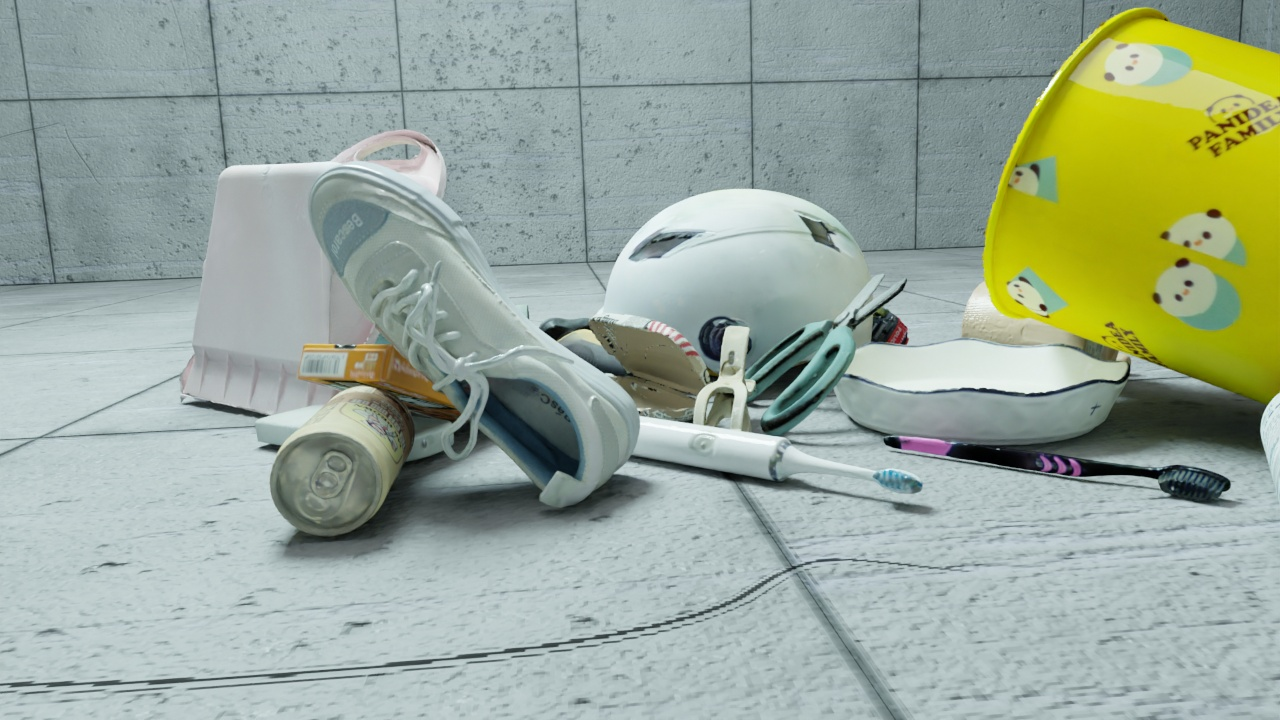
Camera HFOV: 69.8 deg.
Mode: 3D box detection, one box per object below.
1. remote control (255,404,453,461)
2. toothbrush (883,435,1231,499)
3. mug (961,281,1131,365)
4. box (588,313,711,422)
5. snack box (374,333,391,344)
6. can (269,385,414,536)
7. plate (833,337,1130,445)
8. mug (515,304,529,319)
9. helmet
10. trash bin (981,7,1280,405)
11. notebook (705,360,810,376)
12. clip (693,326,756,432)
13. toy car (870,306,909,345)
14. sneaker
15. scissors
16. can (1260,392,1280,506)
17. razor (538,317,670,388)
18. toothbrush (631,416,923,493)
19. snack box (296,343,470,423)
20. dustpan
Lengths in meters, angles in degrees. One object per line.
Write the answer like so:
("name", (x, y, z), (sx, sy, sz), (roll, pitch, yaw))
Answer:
("remote control", (-0.200, 0.051, 0.637), (0.150, 0.021, 0.058), (4, 12, 33))
("toothbrush", (0.228, 0.059, 0.528), (0.190, 0.014, 0.017), (5, 24, 39))
("mug", (0.356, -0.017, 0.799), (0.104, 0.084, 0.124), (10, -11, 46))
("box", (-0.002, -0.001, 0.711), (0.076, 0.087, 0.163), (2, 5, -26))
("snack box", (-0.262, -0.007, 0.904), (0.074, 0.051, 0.175), (-10, 12, -34))
("can", (-0.162, 0.052, 0.510), (0.058, 0.058, 0.116), (-3, 10, -5))
("plate", (0.238, 0.019, 0.667), (0.205, 0.045, 0.204), (-3, 11, 0))
("mug", (-0.141, 0.005, 0.770), (0.103, 0.083, 0.124), (-4, -17, -6))
("helmet", (0.095, -0.085, 0.853), (0.258, 0.146, 0.228), (9, 17, -1))
("trash bin", (0.398, -0.080, 0.585), (0.229, 0.230, 0.255), (-10, 33, -40))
("notebook", (0.062, -0.004, 0.941), (0.207, 0.010, 0.145), (6, 12, 40))
("clip", (0.063, 0.028, 0.646), (0.034, 0.066, 0.099), (-1, 33, 17))
("toy car", (0.223, -0.028, 0.932), (0.045, 0.053, 0.120), (37, -3, -24))
("sneaker", (-0.108, -0.010, 0.516), (0.090, 0.242, 0.090), (-46, 0, 28))
("scissors", (0.121, -0.001, 0.696), (0.169, 0.019, 0.182), (-50, 11, -25))
("can", (0.335, 0.047, 0.439), (0.058, 0.058, 0.146), (4, 11, 31))
("razor", (-0.030, -0.004, 0.841), (0.067, 0.062, 0.168), (-42, 35, -25))
("toothbrush", (0.059, 0.055, 0.546), (0.221, 0.026, 0.026), (6, -9, 38))
("snack box", (-0.153, 0.019, 0.634), (0.075, 0.026, 0.153), (2, -13, 27))
("dustpan", (-0.271, -0.080, 0.808), (0.223, 0.273, 0.138), (10, 4, 35))
